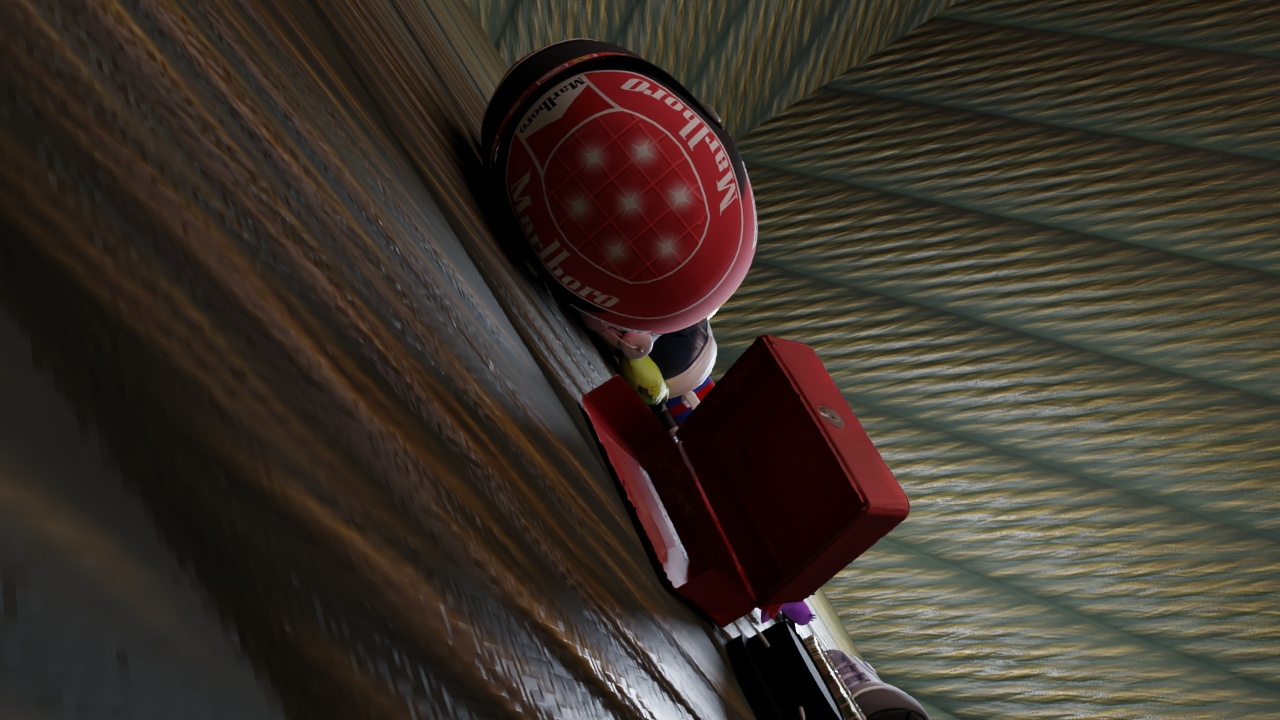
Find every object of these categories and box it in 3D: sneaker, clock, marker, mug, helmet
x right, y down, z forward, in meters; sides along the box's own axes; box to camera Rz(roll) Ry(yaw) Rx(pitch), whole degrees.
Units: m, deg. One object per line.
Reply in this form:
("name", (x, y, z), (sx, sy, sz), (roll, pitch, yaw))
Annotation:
("sneaker", (0.029, -0.086, 1.072), (0.293, 0.121, 0.127), (-89, 158, -46))
("clock", (0.103, 0.224, 0.626), (0.091, 0.042, 0.121), (62, 5, 34))
("marker", (0.045, 0.094, 1.034), (0.140, 0.016, 0.016), (60, 5, 13))
("mug", (0.066, 0.062, 1.067), (0.076, 0.075, 0.112), (58, -3, -4))
("clock", (-0.023, -0.042, 0.909), (0.094, 0.035, 0.122), (37, 17, -14))
("helmet", (-0.021, -0.147, 0.768), (0.271, 0.198, 0.224), (50, 6, -10))
("sneaker", (0.229, 0.354, 0.961), (0.160, 0.093, 0.257), (51, -1, 45))

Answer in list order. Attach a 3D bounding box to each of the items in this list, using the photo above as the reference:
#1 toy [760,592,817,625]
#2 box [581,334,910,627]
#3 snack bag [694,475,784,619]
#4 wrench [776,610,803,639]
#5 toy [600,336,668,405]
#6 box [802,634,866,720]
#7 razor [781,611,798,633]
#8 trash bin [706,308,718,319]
("toy", (0.127, 0.213, 0.895), (0.106, 0.056, 0.088), (77, -12, -46))
("box", (0.079, 0.074, 0.629), (0.157, 0.165, 0.152), (62, 1, 33))
("snack bag", (0.096, 0.152, 0.842), (0.082, 0.082, 0.176), (56, 5, -36))
("wrench", (0.176, 0.313, 1.062), (0.273, 0.010, 0.070), (56, 5, -33))
("toy", (-0.006, 0.006, 0.954), (0.094, 0.036, 0.093), (43, 13, -46))
("box", (0.176, 0.327, 0.732), (0.205, 0.050, 0.117), (60, 2, 6))
("razor", (0.163, 0.288, 0.969), (0.043, 0.022, 0.144), (42, 15, -21))
("trash bin", (0.016, -0.141, 1.337), (0.195, 0.196, 0.199), (60, 14, 10))
